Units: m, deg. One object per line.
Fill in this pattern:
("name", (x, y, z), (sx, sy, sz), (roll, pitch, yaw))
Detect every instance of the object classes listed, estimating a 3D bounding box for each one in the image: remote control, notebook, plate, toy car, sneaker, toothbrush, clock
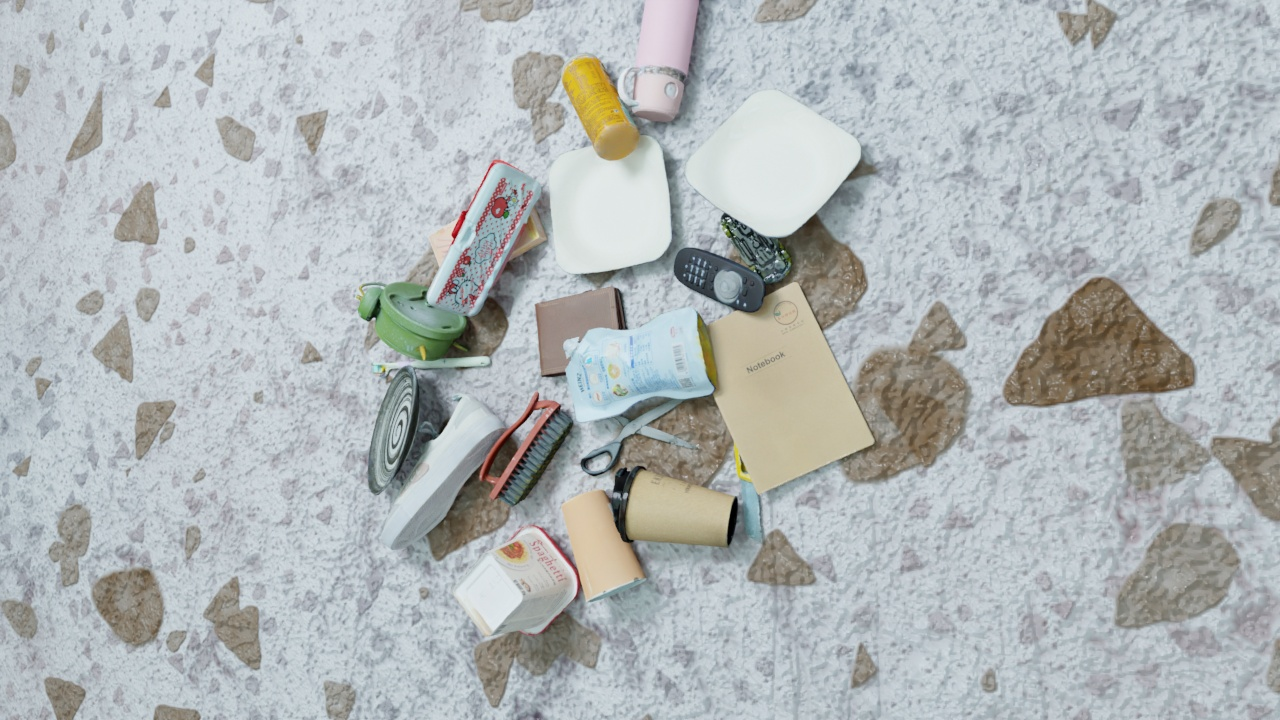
("remote control", (0.096, -0.097, 1.092), (0.136, 0.024, 0.053), (28, 114, 35))
("notebook", (0.159, 0.032, 1.064), (0.148, 0.008, 0.207), (-26, 78, 12))
("plate", (0.151, -0.221, 1.054), (0.163, 0.034, 0.164), (40, 80, 23))
("plate", (-0.035, -0.193, 1.156), (0.164, 0.034, 0.164), (-7, 85, 23))
("plate", (-0.328, 0.094, 1.236), (0.180, 0.024, 0.179), (-38, 45, 49))
("toy car", (0.137, -0.139, 1.080), (0.048, 0.032, 0.105), (-35, 86, 18))
("sneaker", (-0.281, 0.146, 1.221), (0.091, 0.089, 0.242), (45, 104, 21))
("toothbrush", (-0.290, 0.007, 1.269), (0.190, 0.029, 0.020), (-4, 45, 22))
("clock", (-0.309, -0.061, 1.229), (0.161, 0.116, 0.056), (39, 113, 18))

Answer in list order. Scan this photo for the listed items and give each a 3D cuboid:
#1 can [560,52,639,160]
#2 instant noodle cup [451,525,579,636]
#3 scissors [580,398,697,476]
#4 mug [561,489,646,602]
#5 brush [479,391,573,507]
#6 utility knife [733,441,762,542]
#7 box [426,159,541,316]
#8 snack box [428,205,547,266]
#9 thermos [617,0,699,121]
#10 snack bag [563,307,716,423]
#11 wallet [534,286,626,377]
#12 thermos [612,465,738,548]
("can", (-0.051, -0.314, 1.134), (0.058, 0.058, 0.146), (-36, 56, 18))
("instant noodle cup", (-0.157, 0.280, 1.140), (0.117, 0.124, 0.116), (-48, 71, 14))
("scissors", (-0.013, 0.080, 1.149), (0.181, 0.014, 0.159), (-44, 74, 14))
("mug", (-0.050, 0.225, 1.126), (0.078, 0.078, 0.122), (-28, 72, 20))
("brush", (-0.147, 0.112, 1.177), (0.069, 0.063, 0.146), (35, 101, 7))
("utility knife", (0.126, 0.103, 1.082), (0.033, 0.015, 0.223), (-7, 84, 23))
("box", (-0.210, -0.158, 1.167), (0.095, 0.100, 0.201), (32, 101, 19))
("snack box", (-0.207, -0.165, 1.235), (0.157, 0.026, 0.084), (-27, 78, 21))
("thermos", (0.023, -0.397, 1.113), (0.067, 0.087, 0.198), (13, 93, 57))
("snack bag", (-0.007, 0.006, 1.104), (0.191, 0.038, 0.110), (-13, 99, 25))
("wallet", (-0.077, -0.036, 1.171), (0.125, 0.032, 0.101), (-10, 81, 22))
("thermos", (0.039, 0.177, 1.082), (0.143, 0.093, 0.093), (7, 90, 17))
